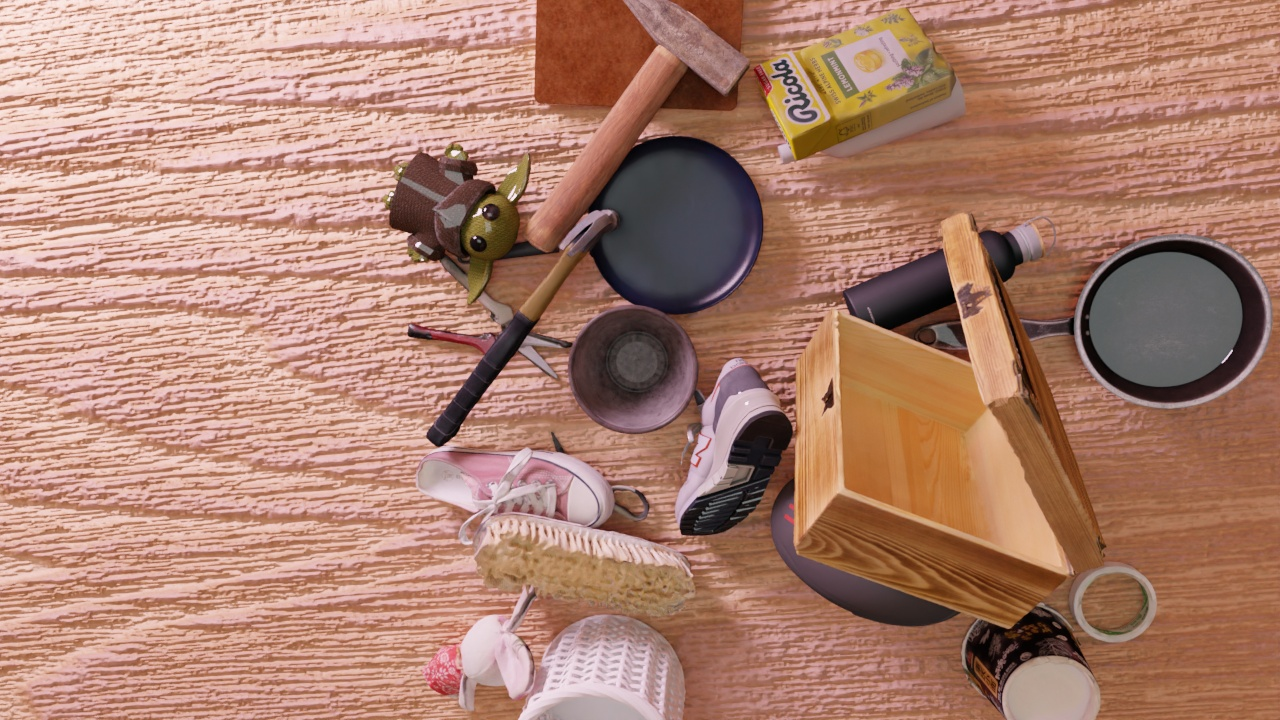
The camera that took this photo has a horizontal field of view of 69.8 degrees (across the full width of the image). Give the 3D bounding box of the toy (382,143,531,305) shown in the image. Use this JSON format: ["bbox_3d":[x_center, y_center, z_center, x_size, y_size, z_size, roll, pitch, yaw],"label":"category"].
[{"bbox_3d":[-0.209,-0.167,1.025,0.153,0.078,0.179,25,100,5],"label":"toy"}]

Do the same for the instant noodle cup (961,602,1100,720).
[{"bbox_3d":[0.451,0.361,1.047,0.137,0.112,0.137,1,100,4],"label":"instant noodle cup"}]

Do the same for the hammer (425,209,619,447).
[{"bbox_3d":[-0.139,-0.031,1.024,0.025,0.117,0.334,39,107,1],"label":"hammer"}]

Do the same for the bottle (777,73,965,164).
[{"bbox_3d":[0.245,-0.255,0.993,0.195,0.052,0.052,-18,97,7],"label":"bottle"}]

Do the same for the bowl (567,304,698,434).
[{"bbox_3d":[-0.007,0.006,1.047,0.145,0.067,0.145,1,99,4],"label":"bowl"}]

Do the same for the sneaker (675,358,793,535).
[{"bbox_3d":[0.095,0.093,1.041,0.088,0.124,0.240,4,139,-21],"label":"sneaker"}]

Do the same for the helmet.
[{"bbox_3d":[0.271,0.204,1.007,0.265,0.169,0.164,22,100,1],"label":"helmet"}]

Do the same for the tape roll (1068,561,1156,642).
[{"bbox_3d":[0.552,0.282,1.074,0.094,0.018,0.094,1,99,5],"label":"tape roll"}]

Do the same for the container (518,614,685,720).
[{"bbox_3d":[-0.043,0.417,1.056,0.189,0.186,0.189,1,99,4],"label":"container"}]

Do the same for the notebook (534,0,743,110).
[{"bbox_3d":[-0.002,-0.364,1.009,0.225,0.024,0.167,3,100,4],"label":"notebook"}]

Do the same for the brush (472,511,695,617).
[{"bbox_3d":[-0.061,0.234,1.049,0.271,0.056,0.083,18,112,-22],"label":"brush"}]

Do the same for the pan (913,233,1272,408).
[{"bbox_3d":[0.488,-0.037,1.012,0.357,0.055,0.187,-2,99,17],"label":"pan"}]

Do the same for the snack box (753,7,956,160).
[{"bbox_3d":[0.223,-0.295,0.962,0.181,0.045,0.121,-21,57,7],"label":"snack box"}]

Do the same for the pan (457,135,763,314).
[{"bbox_3d":[-0.039,-0.142,1.050,0.357,0.021,0.199,-7,97,9],"label":"pan"}]

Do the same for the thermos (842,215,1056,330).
[{"bbox_3d":[0.342,-0.095,1.006,0.231,0.061,0.061,-23,97,8],"label":"thermos"}]

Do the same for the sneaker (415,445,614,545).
[{"bbox_3d":[-0.152,0.152,1.066,0.241,0.087,0.118,8,100,7],"label":"sneaker"}]

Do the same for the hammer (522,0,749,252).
[{"bbox_3d":[-0.034,-0.248,1.002,0.158,0.037,0.301,37,102,-1],"label":"hammer"}]

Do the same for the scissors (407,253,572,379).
[{"bbox_3d":[-0.185,-0.046,1.080,0.195,0.015,0.179,-15,98,6],"label":"scissors"}]

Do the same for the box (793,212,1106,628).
[{"bbox_3d":[0.322,0.052,0.872,0.269,0.278,0.264,22,128,-8],"label":"box"}]

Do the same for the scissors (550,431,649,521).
[{"bbox_3d":[-0.065,0.166,1.107,0.169,0.012,0.157,4,97,7],"label":"scissors"}]

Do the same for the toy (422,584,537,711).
[{"bbox_3d":[-0.185,0.355,1.098,0.084,0.158,0.195,37,120,-26],"label":"toy"}]
